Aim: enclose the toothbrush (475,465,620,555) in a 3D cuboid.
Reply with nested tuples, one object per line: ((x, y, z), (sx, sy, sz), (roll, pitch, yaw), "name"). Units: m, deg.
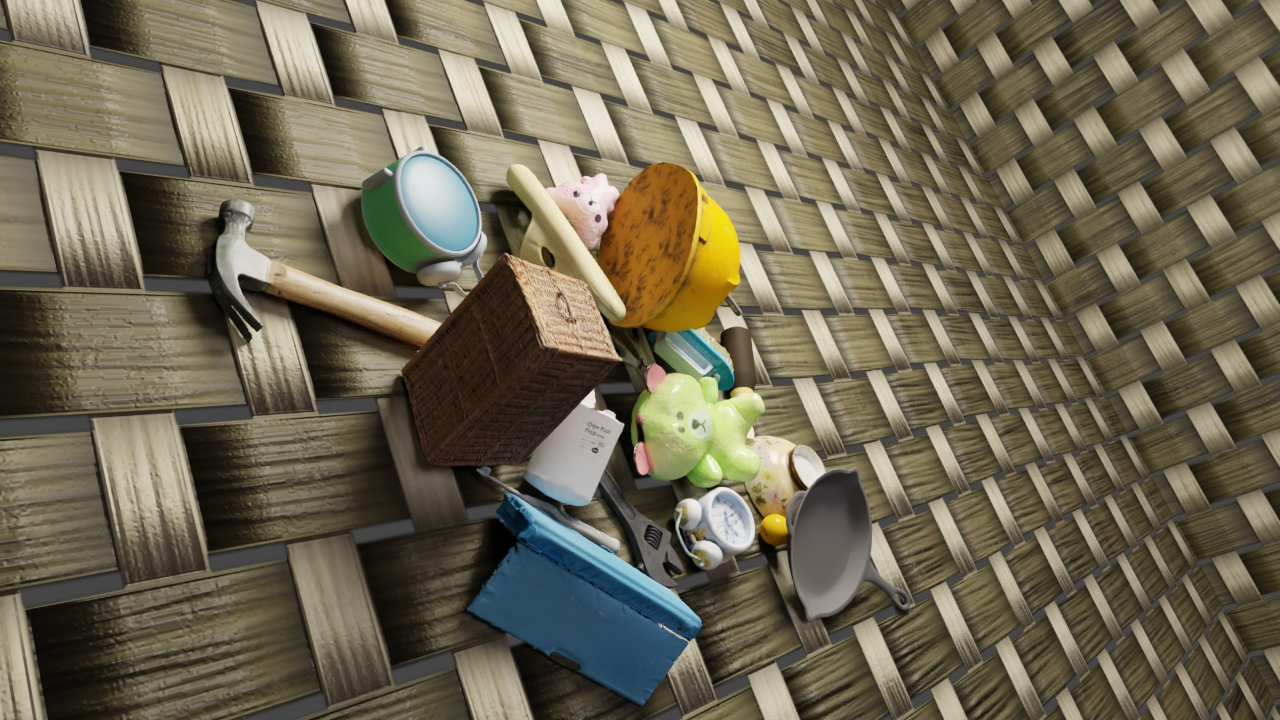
((-0.097, 0.158, 0.956), (0.185, 0.024, 0.022), (35, 1, -25), "toothbrush")

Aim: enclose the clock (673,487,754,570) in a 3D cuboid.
((0.084, 0.202, 1.103), (0.125, 0.052, 0.089), (-13, 74, -48), "clock")

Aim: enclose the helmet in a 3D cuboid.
((0.052, -0.125, 1.169), (0.131, 0.206, 0.255), (24, 27, -29), "helmet")

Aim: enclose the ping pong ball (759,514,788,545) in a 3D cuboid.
((0.176, 0.221, 1.196), (0.040, 0.040, 0.040), (28, 45, -32), "ping pong ball")

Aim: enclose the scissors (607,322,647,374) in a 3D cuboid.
((-0.001, -0.005, 1.192), (0.164, 0.013, 0.150), (25, 48, -32), "scissors")

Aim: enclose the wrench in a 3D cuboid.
((-0.037, 0.142, 1.040), (0.273, 0.018, 0.072), (55, 37, 1), "wrench")

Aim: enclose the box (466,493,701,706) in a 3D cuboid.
((-0.064, 0.242, 0.923), (0.231, 0.094, 0.112), (37, 86, -26), "box")

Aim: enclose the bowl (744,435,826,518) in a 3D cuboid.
((0.210, 0.160, 1.262), (0.145, 0.063, 0.145), (29, 44, -33), "bowl")

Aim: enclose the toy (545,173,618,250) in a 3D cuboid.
((-0.072, -0.208, 1.221), (0.095, 0.053, 0.099), (-43, 100, -14), "toy")

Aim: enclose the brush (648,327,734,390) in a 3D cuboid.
((0.075, -0.002, 1.239), (0.136, 0.056, 0.075), (41, 34, -20), "brush")

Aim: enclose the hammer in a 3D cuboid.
((-0.262, -0.043, 0.917), (0.330, 0.033, 0.132), (22, 47, -37), "hammer")

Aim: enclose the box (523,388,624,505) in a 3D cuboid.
((-0.078, 0.074, 0.990), (0.084, 0.136, 0.146), (30, 81, -26), "box")

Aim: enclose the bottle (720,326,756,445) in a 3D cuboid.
((0.142, 0.037, 1.293), (0.045, 0.046, 0.184), (26, 46, -33), "bottle")

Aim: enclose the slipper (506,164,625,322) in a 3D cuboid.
((-0.108, -0.131, 1.120), (0.261, 0.079, 0.111), (57, 8, 26), "slipper")

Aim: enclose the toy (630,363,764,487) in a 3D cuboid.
((0.059, 0.085, 1.127), (0.196, 0.107, 0.150), (16, 69, -29), "toy")

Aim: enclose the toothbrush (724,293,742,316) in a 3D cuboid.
((0.094, -0.132, 1.308), (0.167, 0.013, 0.013), (53, 45, -4), "toothbrush")

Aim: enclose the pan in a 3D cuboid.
((0.286, 0.272, 1.259), (0.354, 0.024, 0.216), (41, 63, -37), "pan")

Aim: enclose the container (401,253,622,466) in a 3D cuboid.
((-0.126, 0.007, 0.890), (0.112, 0.199, 0.113), (12, 43, -46), "container")

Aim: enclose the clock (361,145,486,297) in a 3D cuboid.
((-0.228, -0.143, 1.001), (0.161, 0.076, 0.121), (59, 34, -17), "clock")
